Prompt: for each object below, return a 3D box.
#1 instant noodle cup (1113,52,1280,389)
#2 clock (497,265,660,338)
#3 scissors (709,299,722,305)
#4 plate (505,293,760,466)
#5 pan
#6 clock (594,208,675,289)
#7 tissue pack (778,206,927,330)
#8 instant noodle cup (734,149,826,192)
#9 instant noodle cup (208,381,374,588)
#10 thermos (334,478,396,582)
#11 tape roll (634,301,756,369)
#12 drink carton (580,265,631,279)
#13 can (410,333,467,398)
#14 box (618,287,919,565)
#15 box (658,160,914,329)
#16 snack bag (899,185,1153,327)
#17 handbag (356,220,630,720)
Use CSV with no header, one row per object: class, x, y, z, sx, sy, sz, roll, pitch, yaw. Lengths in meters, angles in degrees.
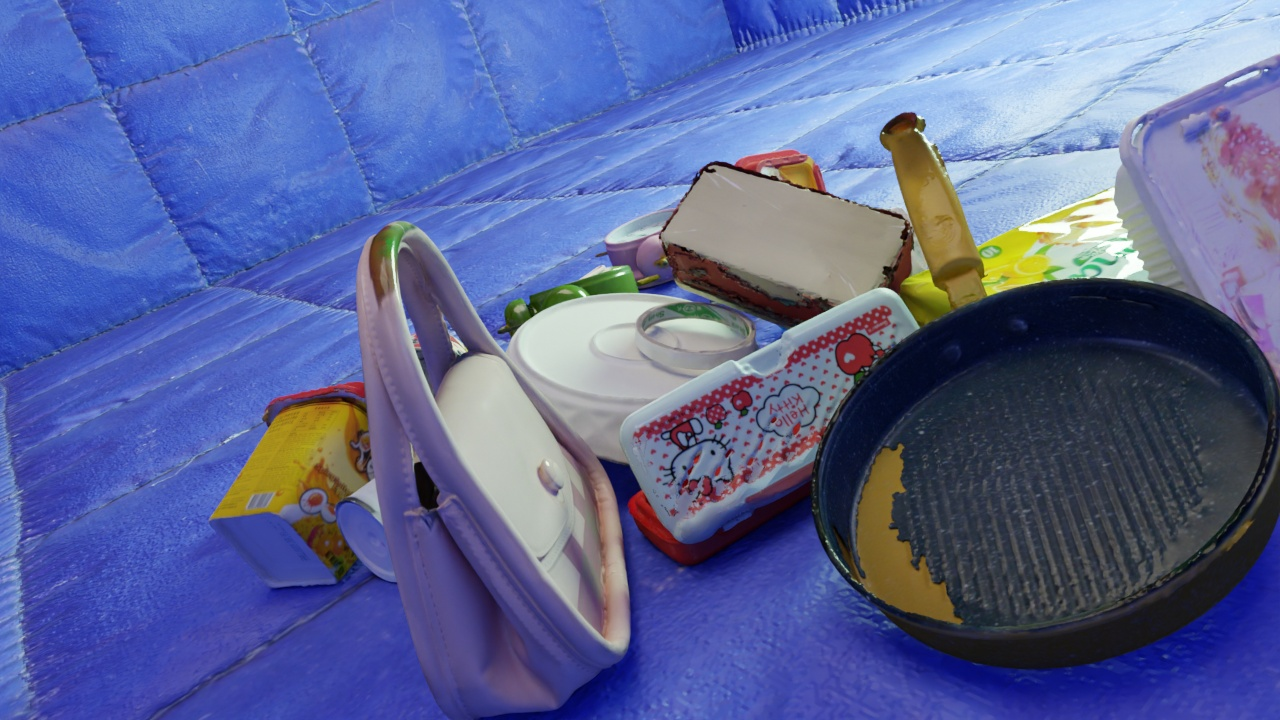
instant noodle cup,0.323,-0.059,0.471,0.138,0.173,0.060,-23,-5,-8
clock,-0.062,-0.046,0.867,0.116,0.056,0.160,-13,7,46
scissors,0.058,-0.049,0.844,0.162,0.012,0.174,-27,6,-39
plate,-0.004,0.004,0.668,0.205,0.046,0.204,1,28,0
pan,0.170,-0.019,0.466,0.198,0.078,0.356,-24,34,23
clock,0.025,-0.130,1.056,0.117,0.060,0.159,-32,25,-28
tissue pack,0.160,-0.067,0.733,0.140,0.063,0.090,-16,-13,11
instant noodle cup,0.112,-0.138,0.918,0.116,0.116,0.124,-18,3,-40
instant noodle cup,-0.237,0.095,0.678,0.116,0.116,0.123,-10,34,27
thermos,-0.113,0.069,0.678,0.073,0.073,0.223,-1,27,42
tape roll,0.039,-0.019,0.649,0.086,0.014,0.085,2,28,-1
drink carton,-0.061,-0.062,0.986,0.054,0.045,0.122,-1,27,44
can,-0.156,0.015,0.666,0.066,0.066,0.094,-22,9,-3
box,0.082,0.029,0.544,0.201,0.098,0.095,-27,22,-18
box,0.101,-0.079,0.654,0.168,0.077,0.091,23,72,27
snack bag,0.300,-0.051,0.582,0.246,0.068,0.158,-25,19,-8
handbag,-0.088,0.041,0.475,0.093,0.234,0.193,-21,20,4
